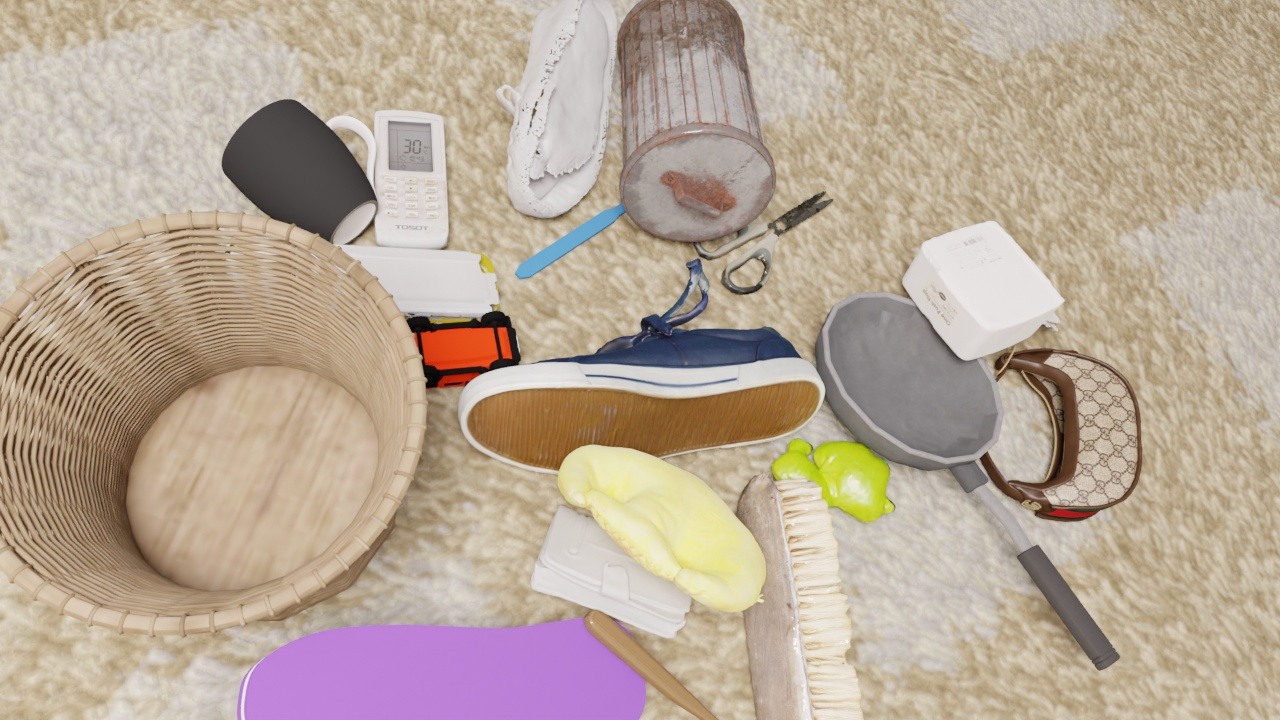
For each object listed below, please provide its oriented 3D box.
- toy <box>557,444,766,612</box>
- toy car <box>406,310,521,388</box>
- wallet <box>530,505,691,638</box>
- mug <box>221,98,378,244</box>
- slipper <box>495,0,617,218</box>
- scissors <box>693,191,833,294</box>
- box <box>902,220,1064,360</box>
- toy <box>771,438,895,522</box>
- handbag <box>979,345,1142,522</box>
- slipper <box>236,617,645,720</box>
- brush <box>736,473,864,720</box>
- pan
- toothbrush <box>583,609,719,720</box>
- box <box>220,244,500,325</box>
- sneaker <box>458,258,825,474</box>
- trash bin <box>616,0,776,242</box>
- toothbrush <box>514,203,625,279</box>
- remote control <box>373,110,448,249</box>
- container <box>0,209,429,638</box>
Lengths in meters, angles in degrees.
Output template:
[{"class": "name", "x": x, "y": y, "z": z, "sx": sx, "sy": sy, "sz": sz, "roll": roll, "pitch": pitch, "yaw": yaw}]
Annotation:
[{"class": "toy", "x": 0.021, "y": 0.117, "z": 0.658, "sx": 0.170, "sy": 0.154, "sz": 0.065, "roll": 34, "pitch": 103, "yaw": 17}, {"class": "toy car", "x": -0.145, "y": -0.005, "z": 0.713, "sx": 0.100, "sy": 0.049, "sz": 0.051, "roll": -6, "pitch": 66, "yaw": -19}, {"class": "wallet", "x": -0.017, "y": 0.149, "z": 0.671, "sx": 0.116, "sy": 0.032, "sz": 0.086, "roll": 20, "pitch": 27, "yaw": -6}, {"class": "mug", "x": -0.253, "y": -0.151, "z": 0.736, "sx": 0.100, "sy": 0.085, "sz": 0.118, "roll": 43, "pitch": 51, "yaw": 1}, {"class": "slipper", "x": -0.078, "y": -0.236, "z": 0.833, "sx": 0.112, "sy": 0.075, "sz": 0.246, "roll": 30, "pitch": 57, "yaw": -37}, {"class": "scissors", "x": 0.129, "y": -0.113, "z": 0.869, "sx": 0.169, "sy": 0.013, "sz": 0.131, "roll": -2, "pitch": 67, "yaw": -19}, {"class": "box", "x": 0.335, "y": -0.069, "z": 0.846, "sx": 0.190, "sy": 0.083, "sz": 0.110, "roll": -8, "pitch": 58, "yaw": -36}, {"class": "toy", "x": 0.162, "y": 0.099, "z": 0.763, "sx": 0.093, "sy": 0.036, "sz": 0.094, "roll": -26, "pitch": 68, "yaw": -21}, {"class": "handbag", "x": 0.373, "y": 0.060, "z": 0.833, "sx": 0.138, "sy": 0.063, "sz": 0.166, "roll": 12, "pitch": 66, "yaw": 1}, {"class": "slipper", "x": -0.127, "y": 0.227, "z": 0.595, "sx": 0.266, "sy": 0.084, "sz": 0.107, "roll": 4, "pitch": 64, "yaw": -38}, {"class": "brush", "x": 0.116, "y": 0.214, "z": 0.665, "sx": 0.056, "sy": 0.083, "sz": 0.270, "roll": 2, "pitch": 64, "yaw": -16}, {"class": "pan", "x": 0.270, "y": 0.092, "z": 0.767, "sx": 0.178, "sy": 0.041, "sz": 0.357, "roll": -15, "pitch": 62, "yaw": -33}, {"class": "toothbrush", "x": 0.022, "y": 0.232, "z": 0.645, "sx": 0.167, "sy": 0.016, "sz": 0.016, "roll": 44, "pitch": 45, "yaw": -9}, {"class": "box", "x": -0.213, "y": -0.059, "z": 0.711, "sx": 0.209, "sy": 0.033, "sz": 0.064, "roll": -1, "pitch": 61, "yaw": -25}, {"class": "sneaker", "x": -0.004, "y": 0.004, "z": 0.734, "sx": 0.294, "sy": 0.121, "sz": 0.127, "roll": -6, "pitch": 44, "yaw": -21}, {"class": "trash bin", "x": 0.043, "y": -0.213, "z": 0.812, "sx": 0.130, "sy": 0.131, "sz": 0.210, "roll": 6, "pitch": 55, "yaw": -14}, {"class": "toothbrush", "x": -0.046, "y": -0.119, "z": 0.818, "sx": 0.166, "sy": 0.014, "sz": 0.016, "roll": -37, "pitch": 80, "yaw": -27}, {"class": "remote control", "x": -0.197, "y": -0.154, "z": 0.784, "sx": 0.060, "sy": 0.025, "sz": 0.138, "roll": 0, "pitch": 65, "yaw": -17}, {"class": "container", "x": -0.245, "y": 0.056, "z": 0.557, "sx": 0.226, "sy": 0.197, "sz": 0.226, "roll": 4, "pitch": 69, "yaw": -11}]
